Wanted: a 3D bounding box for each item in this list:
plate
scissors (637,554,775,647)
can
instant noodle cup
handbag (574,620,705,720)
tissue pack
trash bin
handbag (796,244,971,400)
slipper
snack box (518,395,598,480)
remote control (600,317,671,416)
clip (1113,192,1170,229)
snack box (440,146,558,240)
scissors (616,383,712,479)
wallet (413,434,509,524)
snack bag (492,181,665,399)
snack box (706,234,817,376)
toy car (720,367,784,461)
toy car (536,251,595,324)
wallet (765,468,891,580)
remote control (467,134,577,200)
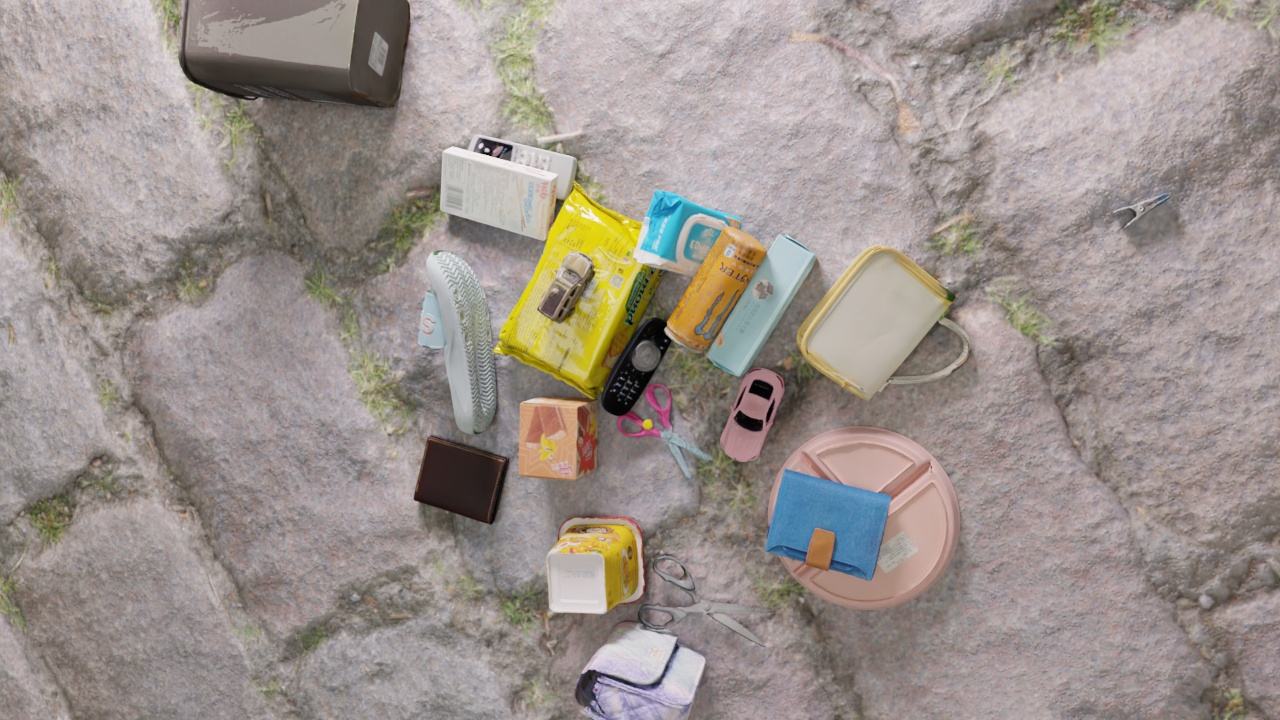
[{"bbox_3d":[0.270,0.195,1.119,0.230,0.028,0.229,1,94,14],"label":"plate"},{"bbox_3d":[0.078,0.313,1.173,0.159,0.014,0.173,-29,82,2],"label":"scissors"},{"bbox_3d":[0.087,-0.083,1.076,0.058,0.058,0.146,34,108,10],"label":"can"},{"bbox_3d":[-0.062,0.264,1.162,0.116,0.123,0.116,-2,93,15],"label":"instant noodle cup"},{"bbox_3d":[0.005,0.385,1.120,0.134,0.193,0.075,17,93,9],"label":"handbag"},{"bbox_3d":[0.060,-0.146,1.102,0.063,0.139,0.090,27,102,43],"label":"tissue pack"},{"bbox_3d":[-0.435,-0.426,1.185,0.220,0.198,0.199,12,98,7],"label":"trash bin"},{"bbox_3d":[0.296,-0.030,1.088,0.178,0.063,0.163,36,102,-5],"label":"handbag"},{"bbox_3d":[-0.244,-0.022,1.205,0.074,0.103,0.245,-5,99,17],"label":"slipper"},{"bbox_3d":[-0.103,0.097,1.177,0.077,0.092,0.094,3,94,14],"label":"snack box"},{"bbox_3d":[-0.007,0.007,1.169,0.053,0.024,0.136,30,91,-27],"label":"remote control"},{"bbox_3d":[0.558,-0.170,1.020,0.057,0.024,0.029,-31,82,21],"label":"clip"},{"bbox_3d":[-0.186,-0.218,1.196,0.157,0.026,0.085,17,121,12],"label":"snack box"},{"bbox_3d":[0.039,0.088,1.181,0.136,0.017,0.105,28,95,7],"label":"scissors"},{"bbox_3d":[-0.247,0.163,1.258,0.122,0.020,0.096,15,92,14],"label":"wallet"},{"bbox_3d":[-0.073,-0.085,1.170,0.158,0.068,0.247,28,99,11],"label":"snack bag"},{"bbox_3d":[0.147,-0.066,1.108,0.051,0.074,0.175,32,101,11],"label":"snack box"},{"bbox_3d":[0.139,0.069,1.141,0.056,0.037,0.122,22,100,14],"label":"toy car"},{"bbox_3d":[-0.091,-0.090,1.121,0.042,0.035,0.090,33,98,9],"label":"toy car"},{"bbox_3d":[0.223,0.197,1.099,0.133,0.040,0.106,14,93,14],"label":"wallet"},{"bbox_3d":[-0.158,-0.254,1.203,0.150,0.021,0.058,15,98,13],"label":"remote control"}]
